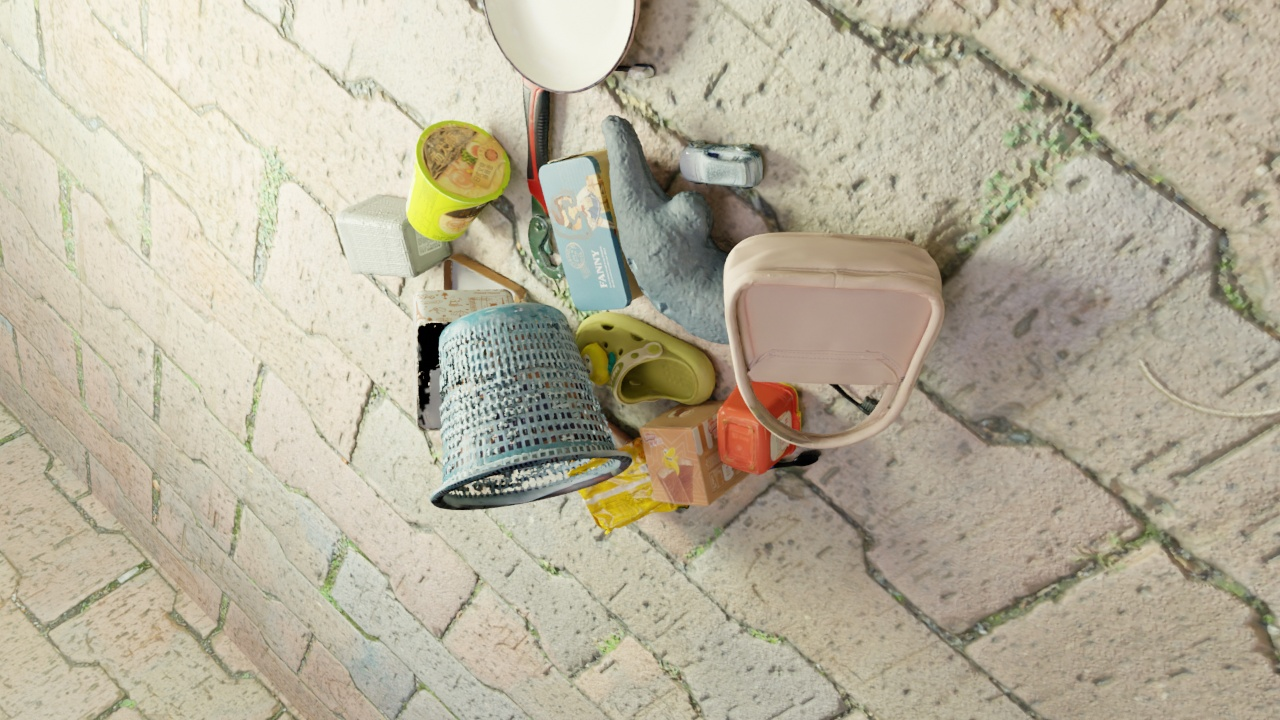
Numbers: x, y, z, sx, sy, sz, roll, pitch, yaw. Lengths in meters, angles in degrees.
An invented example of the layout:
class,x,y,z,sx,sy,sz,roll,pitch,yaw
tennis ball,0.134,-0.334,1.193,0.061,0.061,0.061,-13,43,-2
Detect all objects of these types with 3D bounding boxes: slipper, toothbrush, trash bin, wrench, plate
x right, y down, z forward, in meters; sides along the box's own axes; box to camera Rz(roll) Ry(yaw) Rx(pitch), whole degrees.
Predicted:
class,x,y,z,sx,sy,sz,roll,pitch,yaw
slipper,-0.006,0.006,1.075,0.191,0.081,0.092,19,125,26
toothbrush,0.182,0.007,0.969,0.189,0.014,0.017,36,127,16
trash bin,-0.138,0.048,1.043,0.227,0.226,0.195,-30,66,46
toothbrush,0.137,0.126,1.088,0.190,0.016,0.014,-19,114,47
wrench,-0.114,-0.216,1.055,0.056,0.016,0.274,20,131,28
plate,-0.075,-0.365,0.907,0.193,0.038,0.193,18,123,29
toothbrush,-0.063,-0.308,0.958,0.181,0.018,0.016,18,135,32

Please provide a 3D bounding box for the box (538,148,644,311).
class,x,y,z,sx,sy,sz,roll,pitch,yaw
box,-0.045,-0.137,1.010,0.090,0.061,0.184,-3,107,42

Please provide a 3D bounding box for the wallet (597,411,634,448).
class,x,y,z,sx,sy,sz,roll,pitch,yaw
wallet,-0.042,0.132,1.204,0.101,0.032,0.125,37,136,44

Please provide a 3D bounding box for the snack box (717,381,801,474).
class,x,y,z,sx,sy,sz,roll,pitch,yaw
snack box,0.128,0.073,1.008,0.082,0.079,0.091,15,125,31

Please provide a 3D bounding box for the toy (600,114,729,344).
class,x,y,z,sx,sy,sz,roll,pitch,yaw
toy,0.070,-0.092,0.941,0.356,0.091,0.138,41,123,1

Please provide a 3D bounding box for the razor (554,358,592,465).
class,x,y,z,sx,sy,sz,roll,pitch,yaw
razor,-0.097,0.077,1.196,0.067,0.062,0.167,-143,34,-82

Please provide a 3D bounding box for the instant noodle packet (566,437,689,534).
class,x,y,z,sx,sy,sz,roll,pitch,yaw
instant noodle packet,-0.015,0.151,1.127,0.129,0.044,0.111,-23,105,28

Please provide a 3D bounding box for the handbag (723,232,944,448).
class,x,y,z,sx,sy,sz,roll,pitch,yaw
handbag,0.174,-0.004,0.873,0.193,0.093,0.235,2,126,8

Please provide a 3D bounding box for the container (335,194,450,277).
class,x,y,z,sx,sy,sz,roll,pitch,yaw
container,-0.322,-0.162,1.214,0.114,0.090,0.090,11,124,31

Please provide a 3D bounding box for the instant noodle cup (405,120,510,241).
class,x,y,z,sx,sy,sz,roll,pitch,yaw
instant noodle cup,-0.228,-0.206,1.103,0.111,0.111,0.124,50,145,1

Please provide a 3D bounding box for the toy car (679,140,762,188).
class,x,y,z,sx,sy,sz,roll,pitch,yaw
toy car,0.078,-0.192,0.909,0.091,0.034,0.043,15,129,33

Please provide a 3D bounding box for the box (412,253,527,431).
class,x,y,z,sx,sy,sz,roll,pitch,yaw
box,-0.229,-0.032,1.221,0.177,0.152,0.183,-115,29,-50

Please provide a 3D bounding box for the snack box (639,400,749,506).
class,x,y,z,sx,sy,sz,roll,pitch,yaw
snack box,0.064,0.105,1.064,0.077,0.092,0.094,-2,107,40
